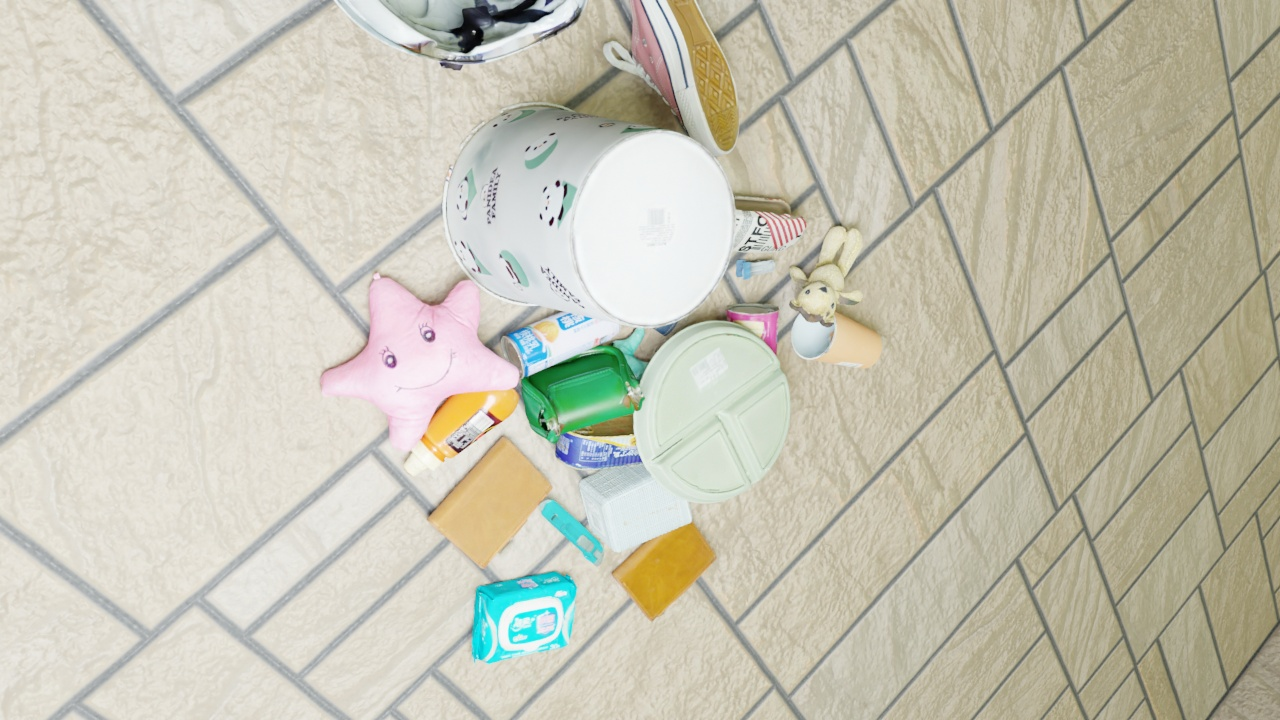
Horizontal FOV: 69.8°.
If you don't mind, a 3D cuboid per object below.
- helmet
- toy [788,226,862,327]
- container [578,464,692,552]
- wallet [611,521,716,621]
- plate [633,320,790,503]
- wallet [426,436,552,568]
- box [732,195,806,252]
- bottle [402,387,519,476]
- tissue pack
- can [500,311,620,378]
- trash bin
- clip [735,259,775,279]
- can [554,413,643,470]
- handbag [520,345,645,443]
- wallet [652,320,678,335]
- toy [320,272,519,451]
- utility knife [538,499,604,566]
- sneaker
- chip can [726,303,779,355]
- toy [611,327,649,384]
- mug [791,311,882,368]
[{"bbox_3d":[-0.181,-0.391,0.852,0.258,0.146,0.229,-19,112,-18],"label":"helmet"},{"bbox_3d":[0.255,-0.116,1.234,0.105,0.066,0.156,25,62,6],"label":"toy"},{"bbox_3d":[-0.009,0.176,1.161,0.111,0.090,0.090,-21,114,-22],"label":"container"},{"bbox_3d":[0.040,0.287,1.254,0.130,0.035,0.119,-41,121,-14],"label":"wallet"},{"bbox_3d":[0.096,0.065,1.132,0.229,0.027,0.230,-3,96,-30],"label":"plate"},{"bbox_3d":[-0.174,0.170,1.088,0.131,0.031,0.108,-49,125,-15],"label":"wallet"},{"bbox_3d":[0.130,-0.178,1.174,0.163,0.082,0.075,-5,140,-32],"label":"box"},{"bbox_3d":[-0.206,0.073,1.025,0.149,0.067,0.067,-44,122,-6],"label":"bottle"},{"bbox_3d":[-0.147,0.318,1.137,0.133,0.050,0.093,-4,107,-31],"label":"tissue pack"},{"bbox_3d":[-0.091,-0.028,1.068,0.134,0.053,0.053,-25,116,-24],"label":"can"},{"bbox_3d":[-0.050,-0.145,0.940,0.229,0.252,0.230,-10,109,-30],"label":"trash bin"},{"bbox_3d":[0.153,-0.123,1.216,0.058,0.038,0.026,-12,108,-27],"label":"clip"},{"bbox_3d":[-0.034,0.094,1.126,0.148,0.074,0.049,-4,117,-32],"label":"can"},{"bbox_3d":[-0.068,0.039,1.060,0.131,0.120,0.068,-18,113,-16],"label":"handbag"},{"bbox_3d":[0.010,-0.094,1.127,0.115,0.033,0.090,30,84,-34],"label":"wallet"},{"bbox_3d":[-0.244,-0.007,0.966,0.194,0.075,0.178,-29,96,-8],"label":"toy"},{"bbox_3d":[-0.084,0.217,1.156,0.029,0.013,0.158,-52,134,-15],"label":"utility knife"},{"bbox_3d":[0.034,-0.337,1.038,0.118,0.088,0.241,-30,99,-47],"label":"sneaker"},{"bbox_3d":[0.146,0.032,1.224,0.071,0.071,0.211,-9,109,-30],"label":"chip can"},{"bbox_3d":[-0.007,0.007,1.137,0.092,0.030,0.096,36,71,-14],"label":"toy"},{"bbox_3d":[0.281,-0.027,1.292,0.122,0.078,0.078,15,96,-38],"label":"mug"}]
